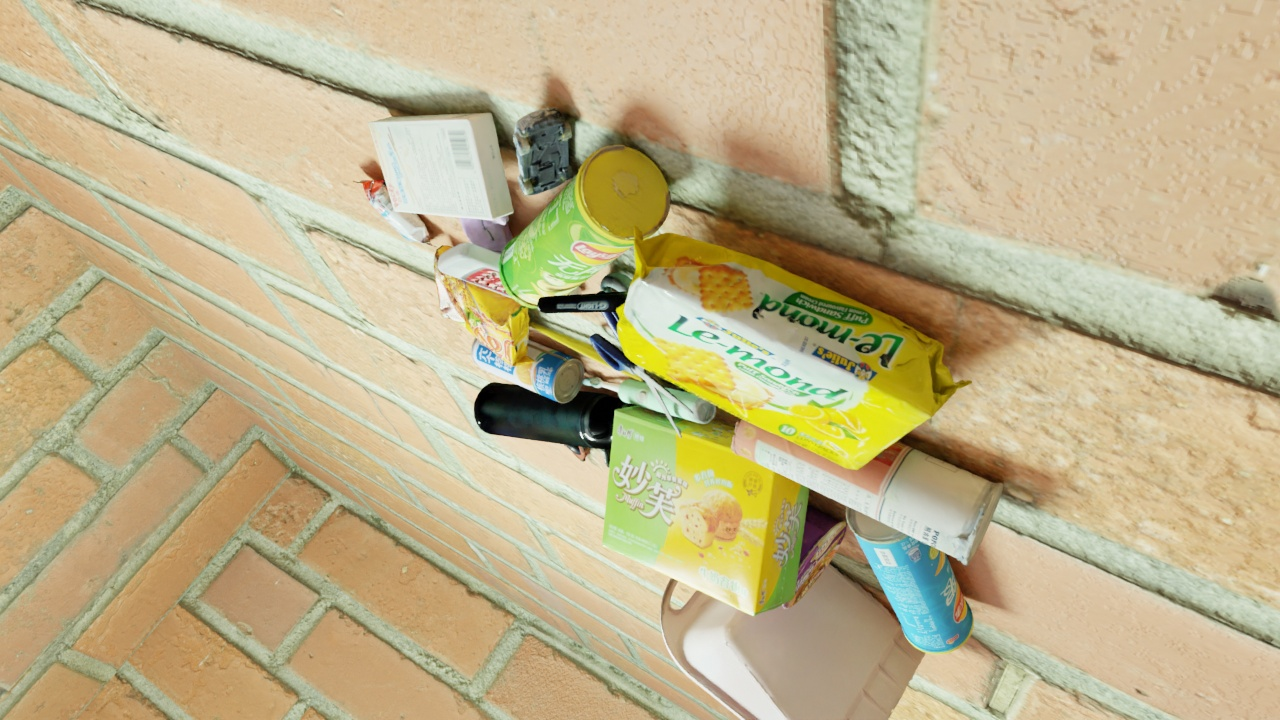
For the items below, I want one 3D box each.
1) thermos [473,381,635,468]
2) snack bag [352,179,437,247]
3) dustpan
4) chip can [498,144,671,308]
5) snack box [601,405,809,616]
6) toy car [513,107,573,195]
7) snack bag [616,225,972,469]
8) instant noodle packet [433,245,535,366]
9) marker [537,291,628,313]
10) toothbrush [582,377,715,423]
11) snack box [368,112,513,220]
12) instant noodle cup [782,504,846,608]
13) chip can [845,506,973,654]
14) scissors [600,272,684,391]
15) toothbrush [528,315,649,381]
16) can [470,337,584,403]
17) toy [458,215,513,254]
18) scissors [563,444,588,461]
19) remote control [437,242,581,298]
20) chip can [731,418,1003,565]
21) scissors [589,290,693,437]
[{"bbox_3d":[-0.097,0.078,1.095,0.243,0.068,0.090,5,108,42],"label":"thermos"},{"bbox_3d":[-0.258,-0.156,0.972,0.104,0.026,0.048,49,166,-26],"label":"snack bag"},{"bbox_3d":[0.165,0.329,1.074,0.273,0.221,0.139,49,144,3],"label":"dustpan"},{"bbox_3d":[-0.054,-0.099,0.742,0.072,0.072,0.222,42,156,-12],"label":"chip can"},{"bbox_3d":[0.061,0.143,0.931,0.210,0.069,0.158,15,105,40],"label":"snack box"},{"bbox_3d":[-0.076,-0.160,0.700,0.091,0.043,0.034,99,149,-69],"label":"toy car"},{"bbox_3d":[0.096,-0.008,0.678,0.246,0.068,0.158,25,158,3],"label":"snack bag"},{"bbox_3d":[-0.169,-0.054,0.994,0.128,0.044,0.111,36,153,19],"label":"instant noodle packet"},{"bbox_3d":[-0.025,-0.049,0.778,0.124,0.015,0.018,-2,121,-6],"label":"marker"},{"bbox_3d":[0.003,0.035,0.956,0.027,0.026,0.225,3,-175,-32],"label":"toothbrush"},{"bbox_3d":[-0.175,-0.169,0.796,0.157,0.026,0.085,13,123,44],"label":"snack box"},{"bbox_3d":[0.146,0.190,0.971,0.099,0.111,0.112,33,157,24],"label":"instant noodle cup"},{"bbox_3d":[0.258,0.198,0.869,0.071,0.071,0.210,13,147,42],"label":"chip can"},{"bbox_3d":[0.036,-0.011,0.843,0.181,0.019,0.170,23,154,37],"label":"scissors"},{"bbox_3d":[-0.070,-0.020,0.972,0.190,0.015,0.017,24,148,31],"label":"toothbrush"},{"bbox_3d":[-0.132,0.003,1.062,0.135,0.053,0.053,21,152,32],"label":"can"},{"bbox_3d":[-0.141,-0.121,0.858,0.084,0.038,0.108,36,158,25],"label":"toy"},{"bbox_3d":[-0.077,0.087,1.189,0.189,0.015,0.227,30,155,13],"label":"scissors"},{"bbox_3d":[-0.122,-0.076,0.866,0.135,0.020,0.056,19,159,-37],"label":"remote control"},{"bbox_3d":[0.184,0.091,0.770,0.215,0.071,0.071,24,154,27],"label":"chip can"},{"bbox_3d":[-0.005,0.004,0.871,0.173,0.012,0.162,59,162,-22],"label":"scissors"}]
